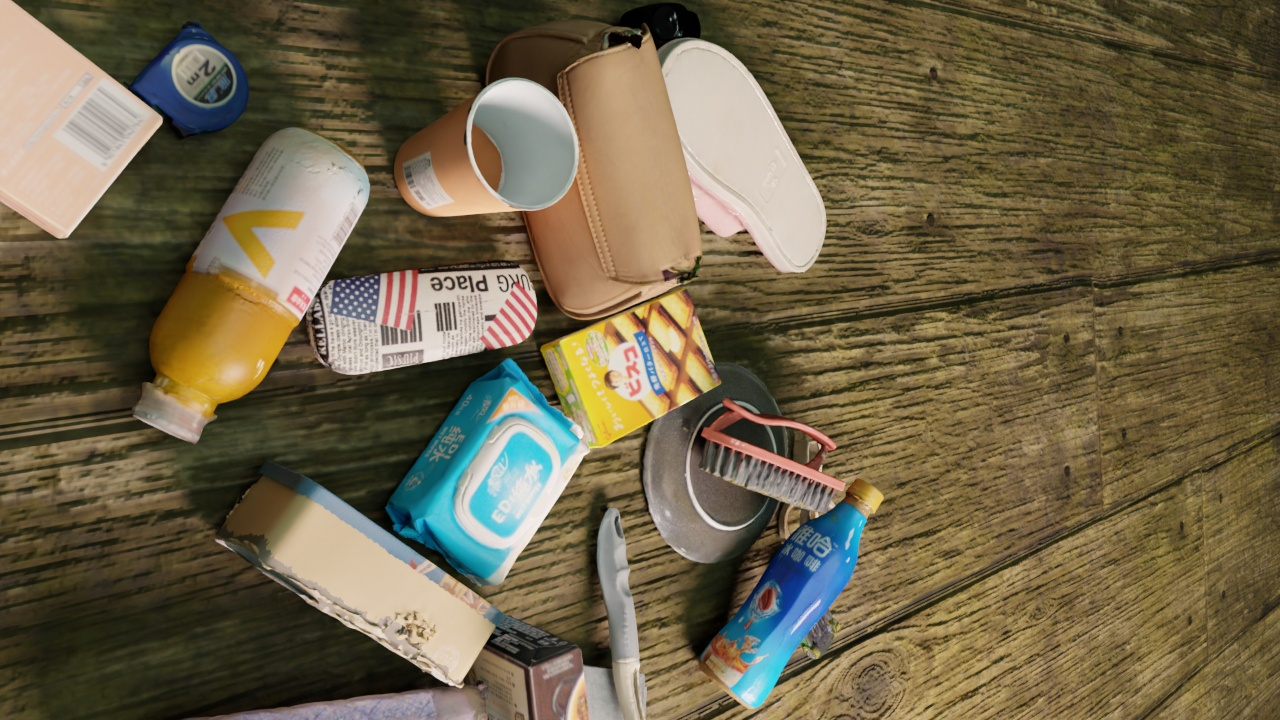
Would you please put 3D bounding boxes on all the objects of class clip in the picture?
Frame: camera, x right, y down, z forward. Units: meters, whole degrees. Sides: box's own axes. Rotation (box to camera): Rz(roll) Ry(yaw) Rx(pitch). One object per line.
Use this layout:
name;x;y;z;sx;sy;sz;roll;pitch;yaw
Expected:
clip;0.169;0.133;0.880;0.092;0.035;0.103;32;63;-31

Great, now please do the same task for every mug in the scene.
mug;-0.107;-0.128;0.592;0.078;0.123;0.078;0;89;-40

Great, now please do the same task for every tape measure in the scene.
tape measure;-0.258;-0.159;0.531;0.054;0.025;0.058;45;68;-32
tape measure;0.013;-0.259;0.730;0.057;0.058;0.039;-27;110;-60

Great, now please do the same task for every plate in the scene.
plate;0.076;0.091;0.808;0.179;0.024;0.179;-1;91;-39

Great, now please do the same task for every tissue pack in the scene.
tissue pack;-0.102;0.079;0.636;0.090;0.063;0.139;47;63;-30

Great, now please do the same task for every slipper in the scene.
slipper;0.080;-0.167;0.787;0.274;0.054;0.114;37;71;-45

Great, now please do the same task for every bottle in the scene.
bottle;-0.226;-0.044;0.531;0.068;0.068;0.189;36;69;-34
bottle;0.139;0.198;0.803;0.218;0.065;0.065;-50;121;-10

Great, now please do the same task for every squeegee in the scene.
squeegee;-0.005;0.237;0.707;0.246;0.039;0.246;12;60;-62

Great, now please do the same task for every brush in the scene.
brush;0.109;0.078;0.780;0.145;0.063;0.069;23;87;-36

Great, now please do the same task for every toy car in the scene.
toy car;0.156;0.239;0.867;0.043;0.036;0.091;-41;114;-32

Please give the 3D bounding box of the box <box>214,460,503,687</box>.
box;-0.173;0.130;0.562;0.184;0.090;0.059;49;63;-34

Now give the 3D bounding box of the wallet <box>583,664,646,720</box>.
wallet;-0.041;0.303;0.705;0.106;0.037;0.129;23;64;-38

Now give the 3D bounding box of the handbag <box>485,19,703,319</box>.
handbag;-0.025;-0.135;0.642;0.099;0.148;0.204;-27;112;-34

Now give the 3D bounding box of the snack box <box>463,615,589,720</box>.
snack box;-0.086;0.246;0.620;0.053;0.113;0.125;-11;98;-39

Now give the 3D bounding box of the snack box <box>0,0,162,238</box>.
snack box;-0.339;-0.143;0.464;0.157;0.026;0.084;41;66;-32

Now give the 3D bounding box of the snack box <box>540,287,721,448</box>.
snack box;-0.004;0.004;0.727;0.140;0.034;0.087;-24;97;-36

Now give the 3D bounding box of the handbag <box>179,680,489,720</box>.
handbag;-0.189;0.268;0.549;0.193;0.076;0.134;5;100;-38

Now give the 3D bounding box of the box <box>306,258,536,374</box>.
box;-0.144;-0.032;0.620;0.164;0.058;0.071;-10;80;-40
